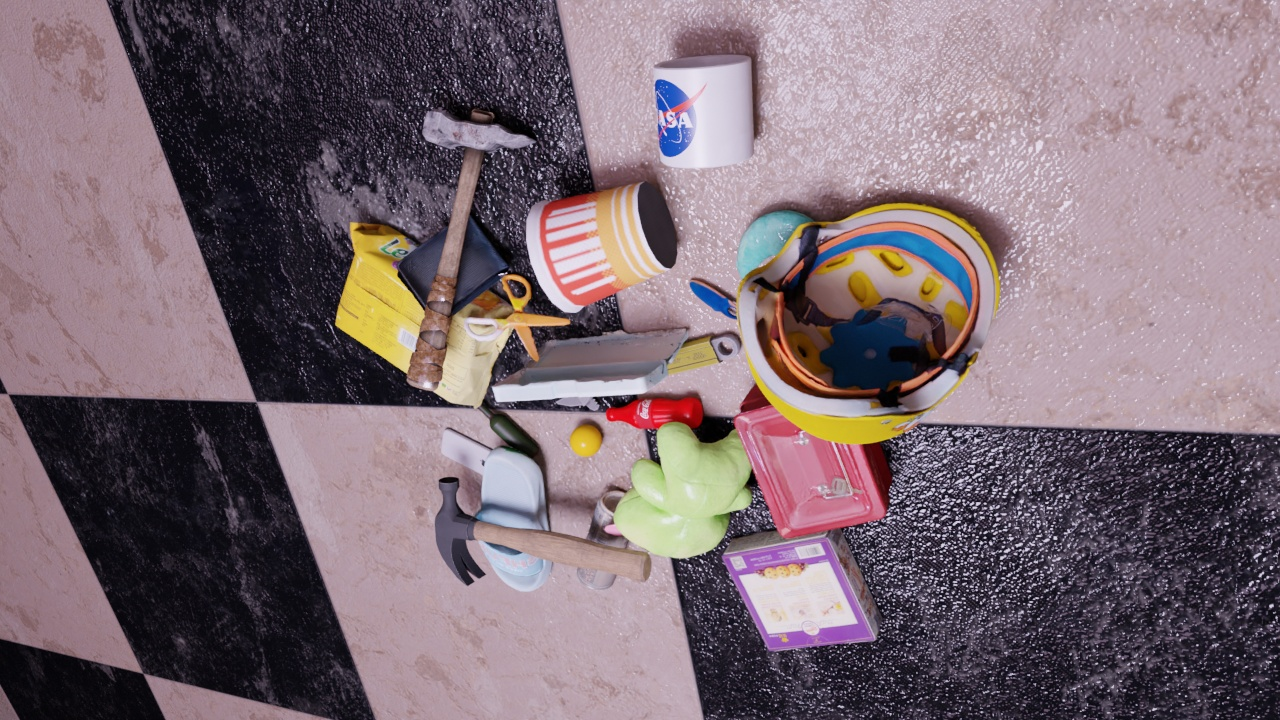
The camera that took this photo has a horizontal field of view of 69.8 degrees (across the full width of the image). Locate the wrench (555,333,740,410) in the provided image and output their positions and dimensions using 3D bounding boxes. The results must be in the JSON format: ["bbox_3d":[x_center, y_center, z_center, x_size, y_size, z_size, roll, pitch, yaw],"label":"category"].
[{"bbox_3d":[-0.006,0.006,1.076,0.274,0.018,0.083,-15,107,32],"label":"wrench"}]

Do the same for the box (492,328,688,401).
[{"bbox_3d":[-0.054,0.008,1.030,0.197,0.134,0.041,-3,111,29],"label":"box"}]

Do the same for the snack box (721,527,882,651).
[{"bbox_3d":[0.192,0.271,1.094,0.144,0.040,0.148,-18,105,33],"label":"snack box"}]

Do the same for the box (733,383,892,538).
[{"bbox_3d":[0.187,0.096,0.986,0.130,0.092,0.157,-15,103,30],"label":"box"}]

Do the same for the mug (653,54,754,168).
[{"bbox_3d":[0.053,-0.243,0.886,0.121,0.091,0.090,32,134,53],"label":"mug"}]

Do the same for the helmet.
[{"bbox_3d":[0.210,-0.022,0.858,0.209,0.239,0.140,47,165,27],"label":"helmet"}]

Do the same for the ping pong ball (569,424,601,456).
[{"bbox_3d":[-0.068,0.100,1.142,0.040,0.040,0.040,12,119,22],"label":"ping pong ball"}]

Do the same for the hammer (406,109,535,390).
[{"bbox_3d":[-0.211,-0.122,1.034,0.121,0.048,0.319,16,97,14],"label":"hammer"}]

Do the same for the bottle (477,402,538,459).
[{"bbox_3d":[-0.178,0.090,1.202,0.106,0.025,0.025,43,126,2],"label":"bottle"}]

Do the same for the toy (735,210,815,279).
[{"bbox_3d":[0.147,-0.113,0.931,0.105,0.033,0.085,8,127,21],"label":"toy"}]

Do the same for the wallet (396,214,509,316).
[{"bbox_3d":[-0.224,-0.109,1.083,0.115,0.026,0.089,-38,79,-2],"label":"wallet"}]

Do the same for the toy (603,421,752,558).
[{"bbox_3d":[0.051,0.165,1.067,0.150,0.107,0.197,9,123,-13],"label":"toy"}]

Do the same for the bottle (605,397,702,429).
[{"bbox_3d":[0.014,0.063,1.084,0.119,0.036,0.036,-3,113,29],"label":"bottle"}]

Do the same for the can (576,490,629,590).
[{"bbox_3d":[-0.043,0.233,1.188,0.054,0.054,0.136,26,123,14],"label":"can"}]

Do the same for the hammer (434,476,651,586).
[{"bbox_3d":[-0.127,0.234,1.146,0.306,0.040,0.132,6,104,27],"label":"hammer"}]

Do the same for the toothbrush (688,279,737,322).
[{"bbox_3d":[0.108,-0.049,0.991,0.135,0.017,0.022,32,122,9],"label":"toothbrush"}]

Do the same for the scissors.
[{"bbox_3d":[-0.149,-0.046,1.075,0.011,0.128,0.125,82,163,-62],"label":"scissors"}]

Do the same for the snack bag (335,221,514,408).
[{"bbox_3d":[-0.281,-0.053,1.158,0.247,0.068,0.160,32,126,10],"label":"snack bag"}]

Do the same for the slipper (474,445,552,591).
[{"bbox_3d":[-0.179,0.220,1.230,0.104,0.074,0.246,19,128,20],"label":"slipper"}]

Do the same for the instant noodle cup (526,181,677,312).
[{"bbox_3d":[-0.035,-0.126,0.970,0.121,0.123,0.123,-14,107,24],"label":"instant noodle cup"}]

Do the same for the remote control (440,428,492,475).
[{"bbox_3d":[-0.209,0.139,1.254,0.147,0.008,0.045,24,123,15],"label":"remote control"}]
